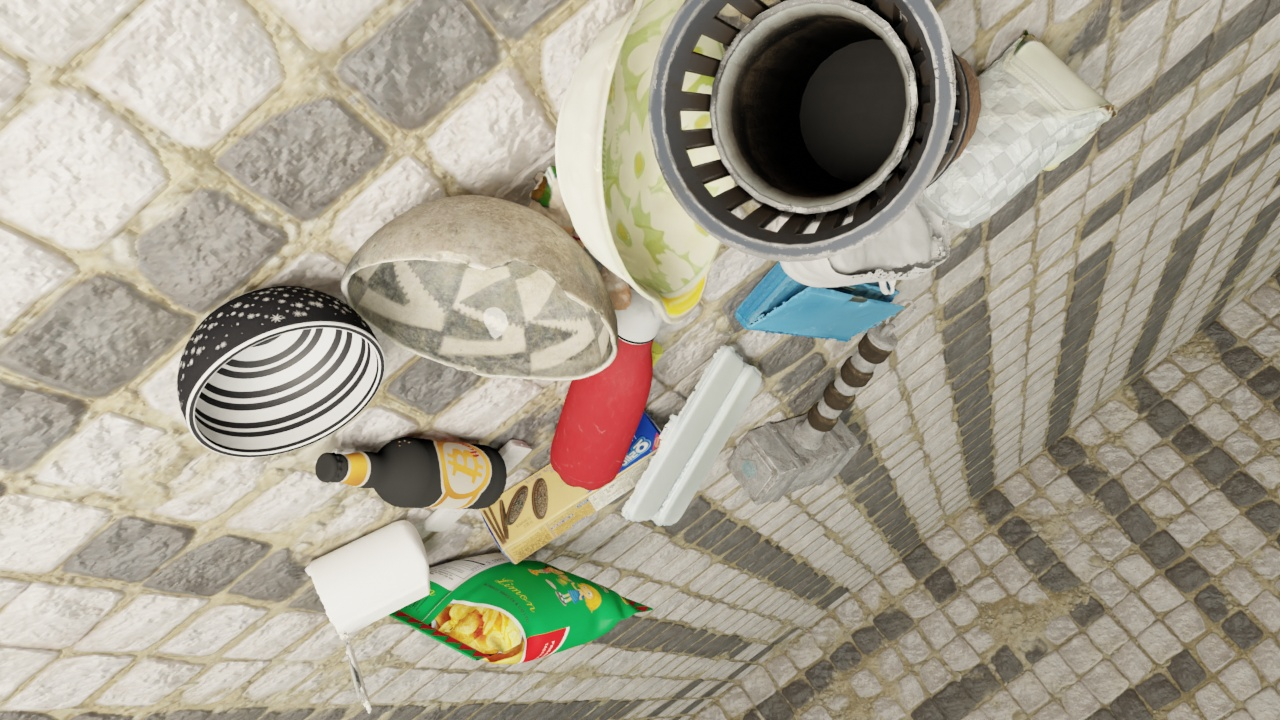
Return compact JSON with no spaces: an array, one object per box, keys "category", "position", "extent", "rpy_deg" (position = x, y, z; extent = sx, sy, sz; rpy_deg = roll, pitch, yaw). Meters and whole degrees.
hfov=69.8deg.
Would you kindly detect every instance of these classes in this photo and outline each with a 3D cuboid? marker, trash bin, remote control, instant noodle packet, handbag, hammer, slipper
[{"category":"marker","position":[-0.014,0.030,0.919],"extent":[0.124,0.017,0.021],"rpy_deg":[-56,-169,36]},{"category":"trash bin","position":[0.127,-0.160,0.586],"extent":[0.165,0.164,0.226],"rpy_deg":[-51,169,26]},{"category":"remote control","position":[-0.162,0.124,0.904],"extent":[0.131,0.012,0.033],"rpy_deg":[-43,154,13]},{"category":"instant noodle packet","position":[-0.141,0.262,0.987],"extent":[0.252,0.196,0.090],"rpy_deg":[2,96,-50]},{"category":"handbag","position":[0.330,-0.202,0.856],"extent":[0.171,0.112,0.123],"rpy_deg":[-39,160,6]},{"category":"hammer","position":[0.252,0.051,1.185],"extent":[0.176,0.079,0.327],"rpy_deg":[-12,144,-38]},{"category":"slipper","position":[0.232,-0.116,0.913],"extent":[0.246,0.075,0.112],"rpy_deg":[-15,108,-40]}]

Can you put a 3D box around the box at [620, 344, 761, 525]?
[{"category":"box","position":[0.061,0.086,0.991],"extent":[0.208,0.037,0.189],"rpy_deg":[-59,164,-2]}]

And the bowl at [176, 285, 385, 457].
[{"category":"bowl","position":[-0.230,-0.003,0.574],"extent":[0.120,0.066,0.120],"rpy_deg":[-27,151,-17]}]

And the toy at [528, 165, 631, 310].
[{"category":"toy","position":[-0.043,-0.092,0.640],"extent":[0.074,0.085,0.106],"rpy_deg":[-51,147,-18]}]

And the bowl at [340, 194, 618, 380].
[{"category":"bowl","position":[-0.095,-0.054,0.599],"extent":[0.178,0.081,0.179],"rpy_deg":[9,156,4]}]

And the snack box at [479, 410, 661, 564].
[{"category":"snack box","position":[-0.067,0.132,0.979],"extent":[0.206,0.057,0.056],"rpy_deg":[-32,153,-10]}]

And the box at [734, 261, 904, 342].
[{"category":"box","position":[0.202,-0.056,0.994],"extent":[0.231,0.052,0.093],"rpy_deg":[4,133,-51]}]

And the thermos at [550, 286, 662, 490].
[{"category":"thermos","position":[-0.028,0.026,0.840],"extent":[0.073,0.073,0.241],"rpy_deg":[-17,146,-32]}]

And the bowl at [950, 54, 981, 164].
[{"category":"bowl","position":[0.230,-0.210,0.783],"extent":[0.117,0.030,0.118],"rpy_deg":[-7,123,-12]}]

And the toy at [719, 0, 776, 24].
[{"category":"toy","position":[0.094,-0.259,0.571],"extent":[0.092,0.046,0.115],"rpy_deg":[-10,151,-49]}]

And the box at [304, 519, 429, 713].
[{"category":"box","position":[-0.233,0.231,0.844],"extent":[0.106,0.150,0.080],"rpy_deg":[-22,161,-20]}]

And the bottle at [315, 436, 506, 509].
[{"category":"bottle","position":[-0.193,0.095,0.774],"extent":[0.059,0.059,0.181],"rpy_deg":[-46,151,18]}]

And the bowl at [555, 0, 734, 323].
[{"category":"bowl","position":[0.000,-0.133,0.583],"extent":[0.187,0.060,0.219],"rpy_deg":[-37,129,-53]}]
